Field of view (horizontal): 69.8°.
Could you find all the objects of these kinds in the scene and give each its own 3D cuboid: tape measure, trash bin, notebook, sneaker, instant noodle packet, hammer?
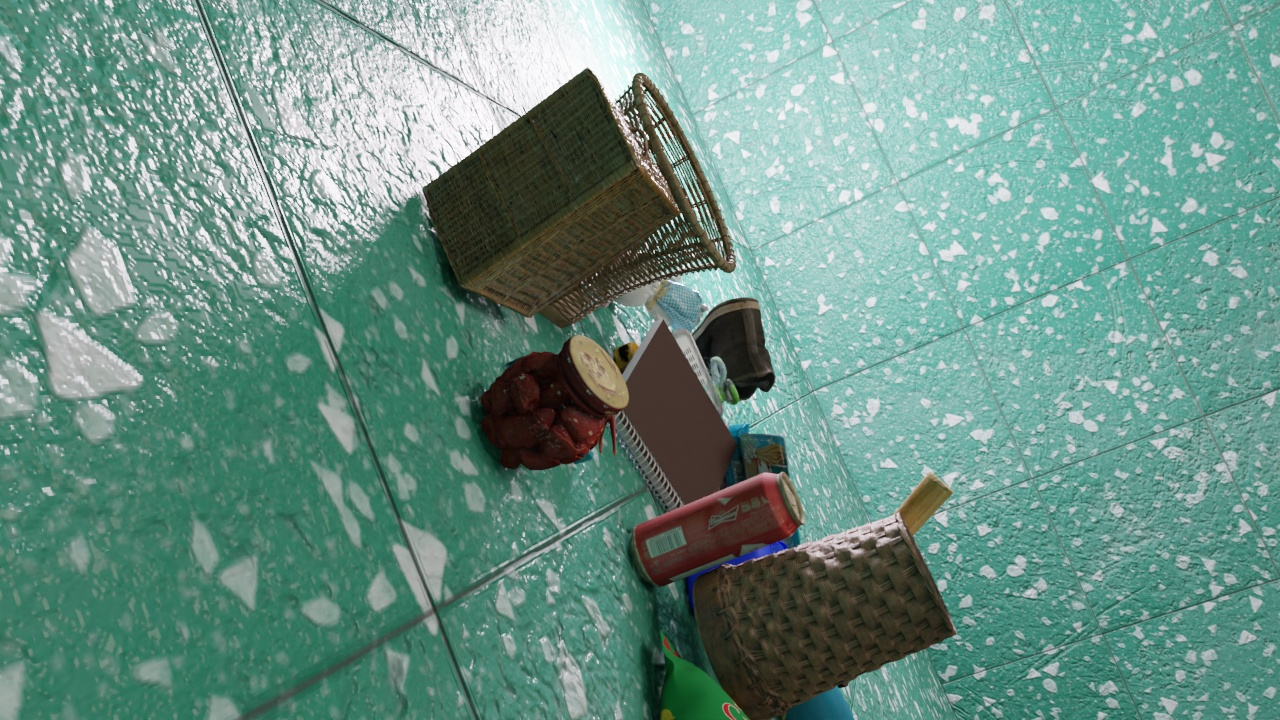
[{"bbox_3d":[-0.007,0.007,1.150,0.068,0.030,0.058,45,27,-53],"label":"tape measure"},{"bbox_3d":[0.176,0.238,0.881,0.151,0.210,0.151,57,15,-25],"label":"trash bin"},{"bbox_3d":[0.041,0.084,1.094,0.209,0.022,0.171,58,40,-26],"label":"notebook"},{"bbox_3d":[0.123,0.012,1.332,0.235,0.095,0.119,129,-47,-60],"label":"sneaker"},{"bbox_3d":[0.085,0.374,0.775,0.195,0.090,0.252,57,5,-26],"label":"instant noodle packet"},{"bbox_3d":[0.207,0.250,0.972,0.033,0.331,0.132,32,13,-30],"label":"hammer"}]

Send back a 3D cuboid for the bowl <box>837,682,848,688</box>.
[{"bbox_3d":[0.254,0.424,1.342,0.121,0.056,0.121,57,18,-30],"label":"bowl"}]

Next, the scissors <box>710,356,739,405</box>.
[{"bbox_3d":[0.109,0.053,1.235,0.072,0.033,0.176,60,-7,22],"label":"scissors"}]

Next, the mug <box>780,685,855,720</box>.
[{"bbox_3d":[0.212,0.436,1.167,0.112,0.084,0.104,101,-34,-66],"label":"mug"}]

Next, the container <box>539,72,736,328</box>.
[{"bbox_3d":[-0.034,-0.160,0.991,0.227,0.196,0.226,57,18,-30],"label":"container"}]

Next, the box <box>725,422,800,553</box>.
[{"bbox_3d":[0.156,0.204,1.226,0.181,0.074,0.227,-168,-112,-82],"label":"box"}]

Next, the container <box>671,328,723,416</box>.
[{"bbox_3d":[0.046,0.031,1.207,0.049,0.081,0.129,-22,88,-63],"label":"container"}]

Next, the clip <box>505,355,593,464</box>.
[{"bbox_3d":[-0.086,0.031,0.857,0.126,0.028,0.113,43,25,-56],"label":"clip"}]

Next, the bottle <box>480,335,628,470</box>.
[{"bbox_3d":[-0.068,0.040,0.741,0.099,0.111,0.098,45,22,-24],"label":"bottle"}]

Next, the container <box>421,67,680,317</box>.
[{"bbox_3d":[-0.076,-0.140,0.815,0.113,0.199,0.112,64,14,24],"label":"container"}]

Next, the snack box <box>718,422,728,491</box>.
[{"bbox_3d":[0.094,0.134,1.247,0.154,0.033,0.088,-1,85,-73],"label":"snack box"}]

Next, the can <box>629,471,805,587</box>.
[{"bbox_3d":[0.074,0.167,0.909,0.067,0.170,0.067,55,18,-29],"label":"can"}]

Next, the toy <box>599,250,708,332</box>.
[{"bbox_3d":[0.014,-0.102,1.230,0.205,0.131,0.106,30,-5,-41],"label":"toy"}]

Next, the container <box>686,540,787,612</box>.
[{"bbox_3d":[0.106,0.240,1.022,0.058,0.114,0.096,45,24,-32],"label":"container"}]
